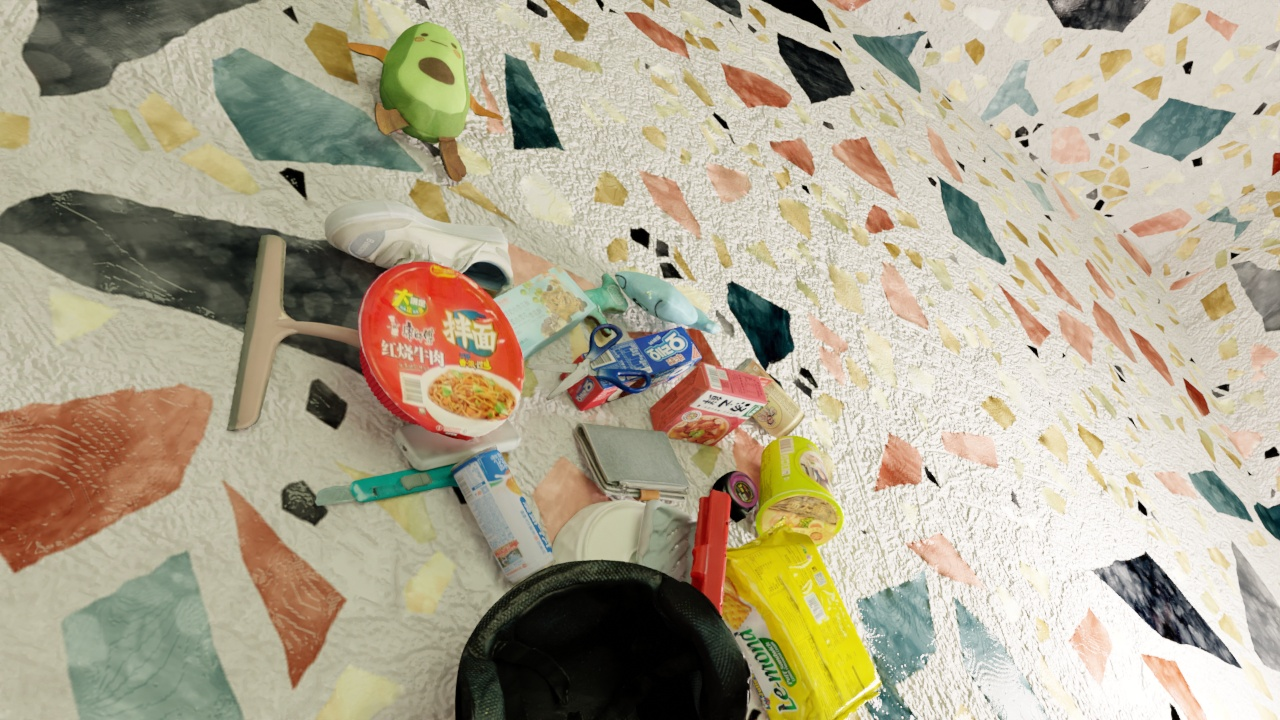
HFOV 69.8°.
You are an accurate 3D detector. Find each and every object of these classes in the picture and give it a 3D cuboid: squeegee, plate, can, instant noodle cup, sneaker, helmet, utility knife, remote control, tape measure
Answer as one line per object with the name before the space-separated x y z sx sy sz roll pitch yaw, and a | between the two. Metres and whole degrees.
squeegee | -0.283 -0.012 0.964 0.249 0.040 0.247 18 46 -32
plate | -0.001 0.241 0.998 0.204 0.046 0.204 24 43 -25
can | 0.176 0.055 1.309 0.116 0.059 0.058 46 39 -1
instant noodle cup | 0.203 0.167 1.208 0.111 0.112 0.123 30 33 -20
sneaker | -0.246 -0.116 1.054 0.241 0.090 0.090 5 59 -48
can | -0.138 0.157 0.928 0.053 0.053 0.134 -21 79 -49
helmet | -0.032 0.307 0.767 0.233 0.231 0.274 -16 68 -15
utility knife | -0.234 0.122 0.910 0.186 0.013 0.029 -6 62 -45
remote control | -0.192 0.083 0.972 0.135 0.020 0.056 -10 48 -47
instant noodle cup | -0.216 -0.002 0.946 0.193 0.066 0.193 27 48 -35
tape measure | 0.119 0.172 1.172 0.057 0.039 0.057 44 43 -4

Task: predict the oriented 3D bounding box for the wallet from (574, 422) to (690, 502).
wallet | -0.009 0.125 1.098 0.129 0.037 0.106 10 40 -38

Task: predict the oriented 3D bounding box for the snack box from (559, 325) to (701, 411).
snack box | -0.007 0.007 1.183 0.207 0.058 0.057 -18 70 -48

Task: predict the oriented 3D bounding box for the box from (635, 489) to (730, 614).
box | 0.035 0.231 0.957 0.098 0.095 0.200 9 46 1

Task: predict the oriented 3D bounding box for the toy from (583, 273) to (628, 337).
toy | -0.053 -0.074 1.234 0.091 0.030 0.096 -15 66 -44

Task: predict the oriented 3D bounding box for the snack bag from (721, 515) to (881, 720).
snack bag | 0.183 0.312 1.074 0.157 0.068 0.246 -11 69 -46

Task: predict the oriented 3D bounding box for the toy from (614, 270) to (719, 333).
toy | 0.038 -0.078 1.266 0.161 0.050 0.156 28 1 4

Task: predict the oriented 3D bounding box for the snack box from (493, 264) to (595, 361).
snack box | -0.135 -0.052 1.122 0.074 0.052 0.174 49 38 2

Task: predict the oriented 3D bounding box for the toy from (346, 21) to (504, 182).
toy | -0.284 -0.362 1.224 0.226 0.090 0.246 23 47 -36

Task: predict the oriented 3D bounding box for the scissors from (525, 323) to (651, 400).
scissors | -0.054 0.010 1.084 0.163 0.012 0.162 31 44 -14

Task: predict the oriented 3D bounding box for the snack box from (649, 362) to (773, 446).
snack box | 0.096 0.061 1.187 0.127 0.113 0.044 13 48 -35
